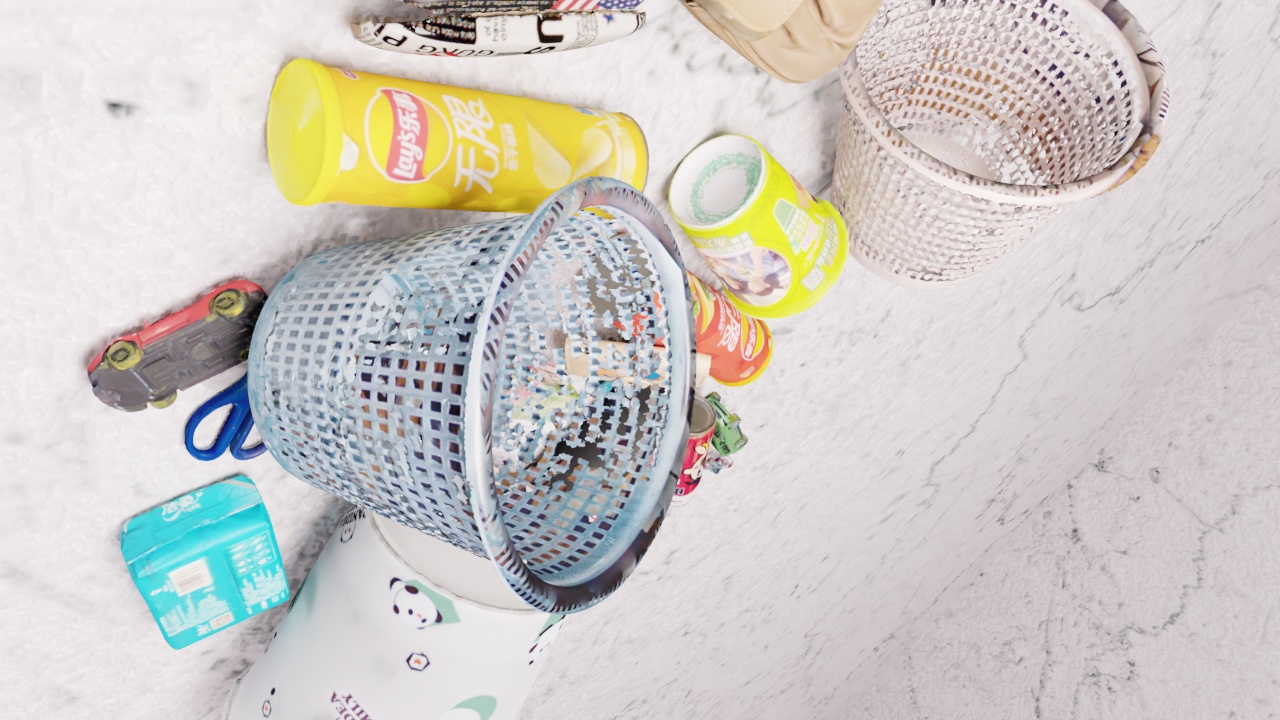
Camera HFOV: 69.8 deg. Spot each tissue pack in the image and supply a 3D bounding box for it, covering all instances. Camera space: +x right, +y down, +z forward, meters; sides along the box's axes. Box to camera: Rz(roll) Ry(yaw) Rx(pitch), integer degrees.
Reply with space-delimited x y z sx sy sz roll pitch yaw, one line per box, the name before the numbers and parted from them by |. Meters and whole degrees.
tissue pack | -0.308 0.148 0.660 0.093 0.050 0.134 -23 145 -28

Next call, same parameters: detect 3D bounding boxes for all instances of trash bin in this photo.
trash bin | 0.241 -0.163 0.703 0.227 0.227 0.192 -30 160 -15
trash bin | -0.101 0.011 0.522 0.226 0.195 0.227 -21 113 -61
trash bin | -0.181 0.224 0.742 0.229 0.229 0.252 6 121 -49

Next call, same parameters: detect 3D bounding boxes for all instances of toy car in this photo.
toy car | 0.087 0.070 0.976 0.036 0.043 0.091 -34 148 -8
toy car | -0.261 -0.008 0.527 0.106 0.031 0.049 -31 147 -14

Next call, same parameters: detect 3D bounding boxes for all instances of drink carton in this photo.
drink carton | -0.098 0.015 0.705 0.045 0.053 0.122 -47 149 11

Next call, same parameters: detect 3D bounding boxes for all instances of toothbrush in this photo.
toothbrush | 0.090 0.115 1.008 0.016 0.017 0.187 -60 167 1

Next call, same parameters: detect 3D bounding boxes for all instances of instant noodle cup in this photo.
instant noodle cup | 0.085 -0.106 0.698 0.112 0.111 0.123 -44 141 8

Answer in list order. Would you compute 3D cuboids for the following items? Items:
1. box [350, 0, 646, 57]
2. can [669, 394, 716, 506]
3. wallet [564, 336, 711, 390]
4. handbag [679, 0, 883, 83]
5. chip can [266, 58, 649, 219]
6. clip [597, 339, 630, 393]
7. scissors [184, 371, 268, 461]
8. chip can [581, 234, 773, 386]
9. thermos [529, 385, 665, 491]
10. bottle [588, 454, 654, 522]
box | -0.066 -0.201 0.470 0.162 0.076 0.088 -12 116 -32
can | 0.043 0.096 0.953 0.053 0.053 0.133 -22 145 -25
wallet | -0.004 0.004 0.750 0.115 0.024 0.087 5 162 -2
handbag | 0.107 -0.263 0.517 0.147 0.100 0.205 -1 129 -41
chip can | -0.094 -0.119 0.522 0.212 0.072 0.072 -6 136 -44
clip | -0.022 0.008 0.807 0.056 0.039 0.013 -44 149 25
scissors | -0.243 0.001 0.578 0.107 0.012 0.175 -16 140 -33
chip can | 0.038 -0.037 0.764 0.073 0.073 0.216 -46 147 11
thermos | -0.060 0.114 0.857 0.243 0.068 0.090 -44 142 10
bottle | -0.045 0.147 0.923 0.175 0.057 0.057 -46 148 11
